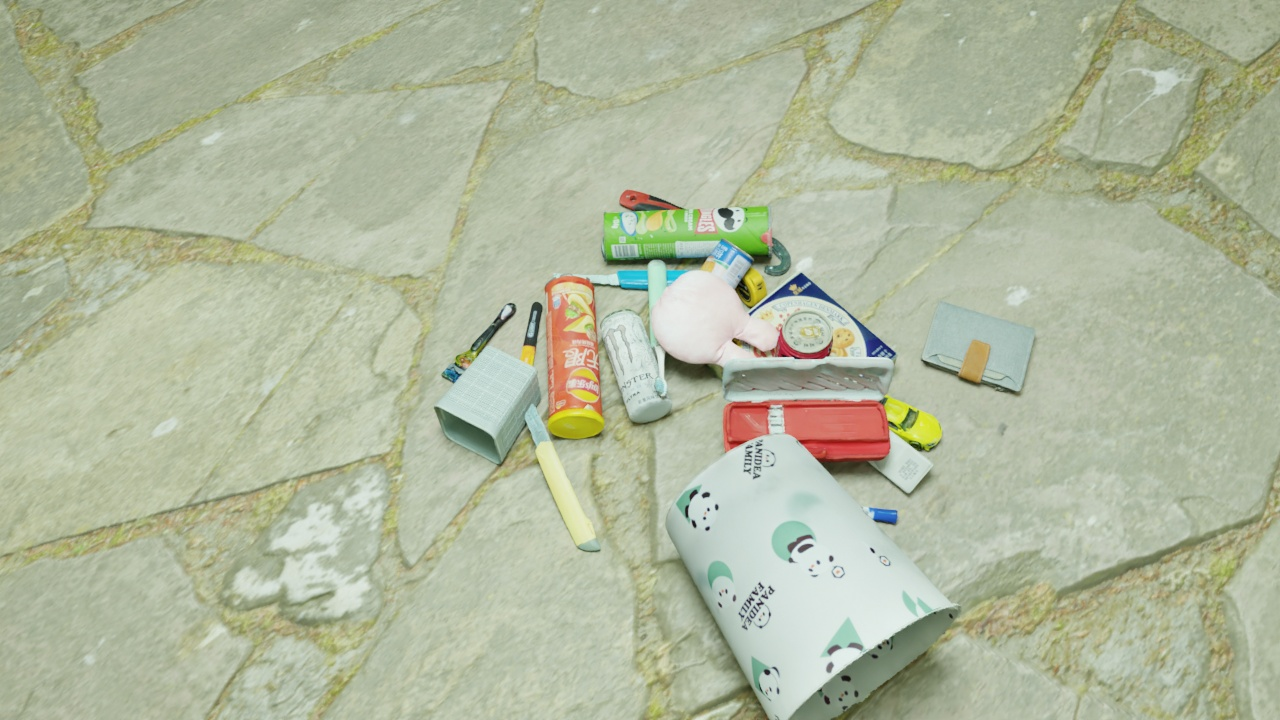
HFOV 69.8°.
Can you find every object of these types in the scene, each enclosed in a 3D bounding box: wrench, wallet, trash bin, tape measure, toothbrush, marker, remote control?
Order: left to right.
[{"bbox_3d":[-0.149,-0.028,1.246,0.018,0.015,0.123,7,59,0],"label":"marker"},{"bbox_3d":[0.025,-0.044,1.203,0.027,0.027,0.224,-23,47,26],"label":"toothbrush"},{"bbox_3d":[0.093,-0.193,1.331,0.273,0.016,0.056,25,64,14],"label":"wrench"},{"bbox_3d":[0.152,-0.104,1.254,0.028,0.057,0.060,-26,38,-15],"label":"tape measure"},{"bbox_3d":[0.167,0.231,0.983,0.229,0.230,0.252,-28,58,-13],"label":"trash bin"},{"bbox_3d":[0.238,0.181,1.117,0.146,0.017,0.016,6,61,5],"label":"marker"},{"bbox_3d":[0.299,0.108,1.141,0.125,0.024,0.049,40,101,20],"label":"remote control"},{"bbox_3d":[0.445,-0.019,1.210,0.130,0.037,0.106,19,62,12],"label":"wallet"}]

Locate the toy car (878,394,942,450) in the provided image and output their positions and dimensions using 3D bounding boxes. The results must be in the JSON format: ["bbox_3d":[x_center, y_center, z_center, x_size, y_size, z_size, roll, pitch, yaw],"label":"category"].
[{"bbox_3d":[0.332,0.075,1.164,0.105,0.032,0.048,26,64,13],"label":"toy car"}]

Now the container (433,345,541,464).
[{"bbox_3d":[-0.188,0.053,1.162,0.090,0.090,0.111,25,61,14],"label":"container"}]

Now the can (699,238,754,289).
[{"bbox_3d":[0.092,-0.093,1.223,0.053,0.053,0.134,36,96,19],"label":"can"}]

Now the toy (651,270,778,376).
[{"bbox_3d":[0.093,-0.041,1.166,0.159,0.054,0.121,35,78,1],"label":"toy"}]

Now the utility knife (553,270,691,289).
[{"bbox_3d":[-0.006,-0.114,1.287,0.234,0.018,0.034,2,60,2],"label":"utility knife"}]

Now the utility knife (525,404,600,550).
[{"bbox_3d":[-0.101,0.145,1.131,0.031,0.021,0.201,-26,78,0],"label":"utility knife"}]

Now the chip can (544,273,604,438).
[{"bbox_3d":[-0.090,-0.007,1.201,0.073,0.073,0.216,-5,60,-1],"label":"chip can"}]

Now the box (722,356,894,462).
[{"bbox_3d":[0.199,0.056,1.091,0.201,0.100,0.110,0,62,2],"label":"box"}]

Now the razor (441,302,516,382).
[{"bbox_3d":[-0.212,-0.027,1.244,0.043,0.022,0.142,29,65,14],"label":"razor"}]

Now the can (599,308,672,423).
[{"bbox_3d":[-0.007,0.007,1.197,0.058,0.058,0.146,-16,62,-7],"label":"can"}]

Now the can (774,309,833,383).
[{"bbox_3d":[0.200,-0.014,1.129,0.066,0.094,0.066,-1,62,2],"label":"can"}]

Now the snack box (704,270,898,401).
[{"bbox_3d":[0.207,-0.002,1.203,0.177,0.046,0.182,-39,67,-17],"label":"snack box"}]

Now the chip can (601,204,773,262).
[{"bbox_3d":[0.065,-0.176,1.278,0.236,0.072,0.072,-1,61,7],"label":"chip can"}]
